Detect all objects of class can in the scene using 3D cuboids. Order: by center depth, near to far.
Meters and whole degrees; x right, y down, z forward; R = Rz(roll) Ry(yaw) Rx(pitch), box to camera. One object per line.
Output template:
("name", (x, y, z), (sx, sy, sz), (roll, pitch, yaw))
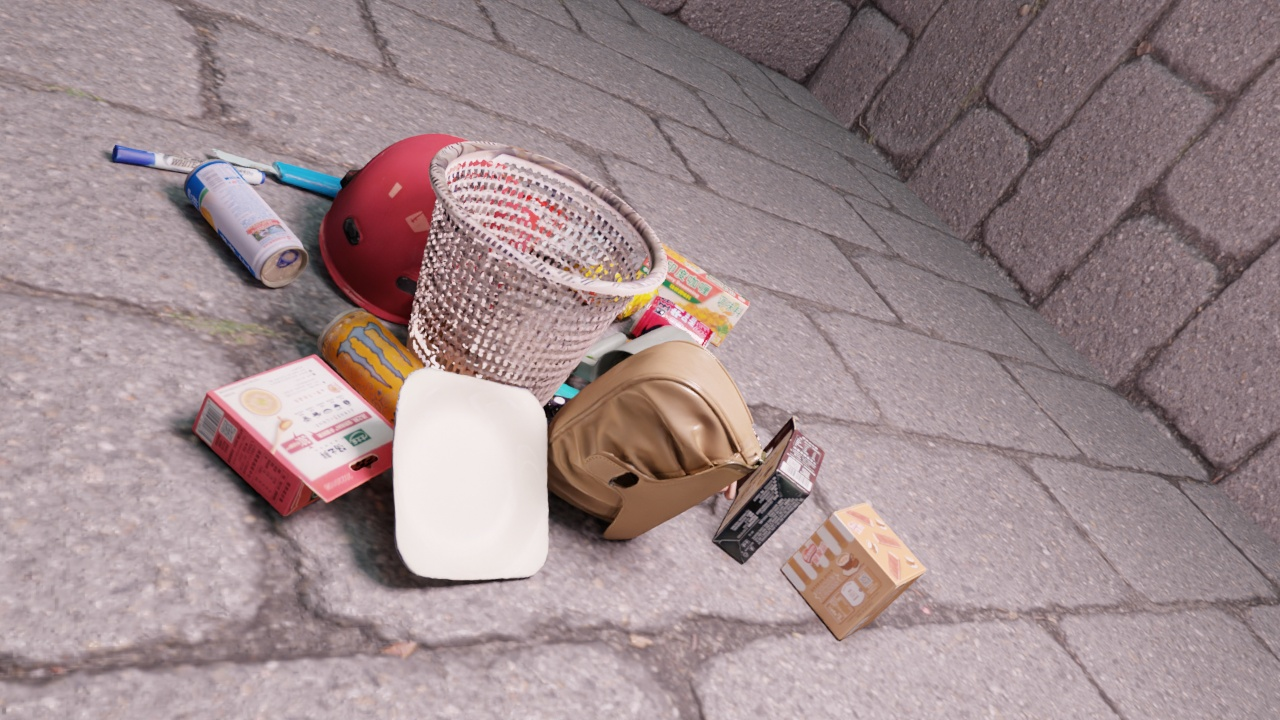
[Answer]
("can", (-0.217, 0.020, 0.810), (0.146, 0.058, 0.058), (42, 28, 13))
("can", (-0.376, -0.131, 0.875), (0.134, 0.053, 0.053), (45, 29, 18))
("can", (0.040, -0.036, 1.176), (0.094, 0.067, 0.066), (35, 27, -1))

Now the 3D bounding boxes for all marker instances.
("marker", (-0.455, -0.197, 0.932), (0.145, 0.017, 0.017), (2, 42, -47))

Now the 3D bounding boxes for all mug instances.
("mug", (-0.006, 0.006, 1.010), (0.124, 0.084, 0.103), (23, 30, 27))

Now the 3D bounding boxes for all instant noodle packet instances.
("instant noodle packet", (-0.040, -0.100, 1.214), (0.111, 0.044, 0.128), (38, 25, 9))

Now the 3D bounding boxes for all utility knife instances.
("utility knife", (-0.039, 0.057, 1.001), (0.178, 0.013, 0.029), (27, 28, -23))
("utility knife", (-0.371, -0.202, 1.030), (0.207, 0.018, 0.034), (13, 36, -39))

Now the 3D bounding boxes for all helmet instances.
("helmet", (-0.213, -0.152, 0.977), (0.207, 0.144, 0.239), (43, 32, -4))

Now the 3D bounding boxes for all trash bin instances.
("trash bin", (-0.117, -0.062, 0.852), (0.227, 0.193, 0.227), (23, 30, -14))

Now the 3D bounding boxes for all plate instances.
("plate", (-0.141, 0.095, 0.742), (0.164, 0.034, 0.163), (17, 65, -50))

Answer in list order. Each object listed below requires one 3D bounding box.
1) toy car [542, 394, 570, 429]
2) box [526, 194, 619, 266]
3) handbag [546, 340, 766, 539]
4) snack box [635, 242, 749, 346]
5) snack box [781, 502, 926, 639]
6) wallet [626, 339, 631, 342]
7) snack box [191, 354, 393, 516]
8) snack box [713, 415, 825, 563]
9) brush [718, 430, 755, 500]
("toy car", (-0.065, 0.067, 0.921), (0.158, 0.042, 0.070), (17, 30, -7))
("box", (-0.113, -0.171, 1.212), (0.160, 0.050, 0.200), (26, 19, 0))
("handbag", (0.002, 0.080, 0.813), (0.148, 0.205, 0.099), (42, 38, -14))
("snack box", (0.067, -0.093, 1.285), (0.156, 0.077, 0.027), (33, 28, -5))
("snack box", (0.221, 0.216, 0.951), (0.076, 0.093, 0.094), (-3, 46, -50))
("wallet", (0.014, 0.026, 1.083), (0.130, 0.035, 0.118), (36, 29, 2))
("snack box", (-0.256, 0.062, 0.714), (0.127, 0.044, 0.113), (40, 27, 11))
("snack box", (0.136, 0.134, 0.963), (0.053, 0.113, 0.125), (39, 28, 5))
("brush", (0.087, 0.102, 1.015), (0.073, 0.063, 0.145), (25, 28, 2))
